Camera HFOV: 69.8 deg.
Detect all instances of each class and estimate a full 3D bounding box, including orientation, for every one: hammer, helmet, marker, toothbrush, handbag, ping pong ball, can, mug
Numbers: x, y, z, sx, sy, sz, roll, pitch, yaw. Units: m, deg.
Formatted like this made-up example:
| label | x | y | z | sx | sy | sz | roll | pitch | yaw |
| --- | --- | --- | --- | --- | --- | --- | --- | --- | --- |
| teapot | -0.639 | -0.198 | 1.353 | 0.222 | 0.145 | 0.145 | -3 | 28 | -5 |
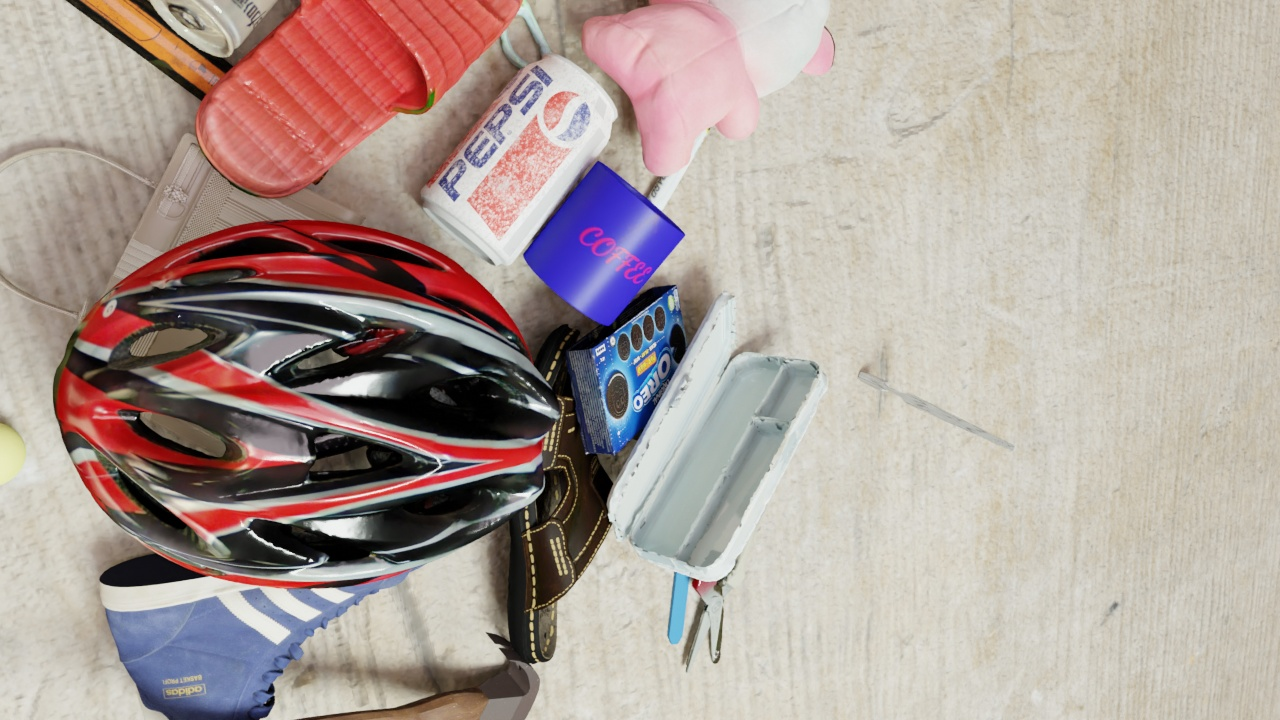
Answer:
| label | x | y | z | sx | sy | sz | roll | pitch | yaw |
| --- | --- | --- | --- | --- | --- | --- | --- | --- | --- |
| hammer | -0.199 | 0.255 | 0.639 | 0.322 | 0.033 | 0.115 | 13 | 108 | -49 |
| helmet | -0.180 | 0.031 | 0.530 | 0.271 | 0.167 | 0.217 | 4 | 103 | -32 |
| marker | 0.029 | -0.152 | 0.723 | 0.017 | 0.017 | 0.146 | 31 | 87 | -29 |
| toothbrush | 0.041 | 0.176 | 0.811 | 0.016 | 0.014 | 0.167 | 0 | 103 | -27 |
| handbag | -0.302 | -0.058 | 0.570 | 0.198 | 0.062 | 0.175 | 27 | 89 | -21 |
| toothbrush | 0.251 | 0.042 | 0.787 | 0.010 | 0.181 | 0.010 | 9 | 103 | -31 |
| ping pong ball | -0.392 | 0.056 | 0.550 | 0.040 | 0.040 | 0.040 | -6 | 105 | -25 |
| hammer | -0.320 | -0.201 | 0.527 | 0.314 | 0.035 | 0.137 | 38 | 82 | -29 |
| can | -0.083 | -0.138 | 0.636 | 0.078 | 0.078 | 0.136 | 41 | 83 | -28 |
| can | -0.222 | -0.245 | 0.536 | 0.054 | 0.054 | 0.135 | 40 | 67 | -28 |
| mug | -0.030 | -0.089 | 0.656 | 0.079 | 0.111 | 0.083 | 34 | 102 | -31 |

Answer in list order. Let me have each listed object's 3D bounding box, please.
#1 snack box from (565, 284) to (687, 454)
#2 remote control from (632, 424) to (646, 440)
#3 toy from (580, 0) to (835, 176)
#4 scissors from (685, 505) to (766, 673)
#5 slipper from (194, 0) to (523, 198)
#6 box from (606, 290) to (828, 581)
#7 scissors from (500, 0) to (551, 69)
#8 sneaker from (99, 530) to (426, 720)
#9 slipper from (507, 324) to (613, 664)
| label | x | y | z | sx | sy | sz | roll | pitch | yaw |
| --- | --- | --- | --- | --- | --- | --- | --- | --- | --- |
| snack box | -0.004 | 0.004 | 0.692 | 0.149 | 0.027 | 0.082 | -41 | 124 | -55 |
| remote control | 0.041 | 0.059 | 0.785 | 0.124 | 0.009 | 0.046 | 21 | 92 | -29 |
| toy | 0.064 | -0.238 | 0.673 | 0.212 | 0.084 | 0.142 | -38 | 108 | -25 |
| scissors | 0.073 | 0.180 | 0.821 | 0.179 | 0.015 | 0.187 | -48 | 131 | -18 |
| slipper | -0.162 | -0.199 | 0.564 | 0.248 | 0.059 | 0.103 | -47 | 113 | -21 |
| box | 0.044 | 0.046 | 0.701 | 0.215 | 0.107 | 0.124 | -58 | 131 | -28 |
| scissors | -0.096 | -0.278 | 0.632 | 0.171 | 0.023 | 0.168 | -2 | 109 | -22 |
| sneaker | -0.232 | 0.184 | 0.632 | 0.232 | 0.091 | 0.118 | -6 | 101 | -25 |
| slipper | -0.056 | 0.106 | 0.696 | 0.076 | 0.113 | 0.268 | 5 | 104 | 4 |
